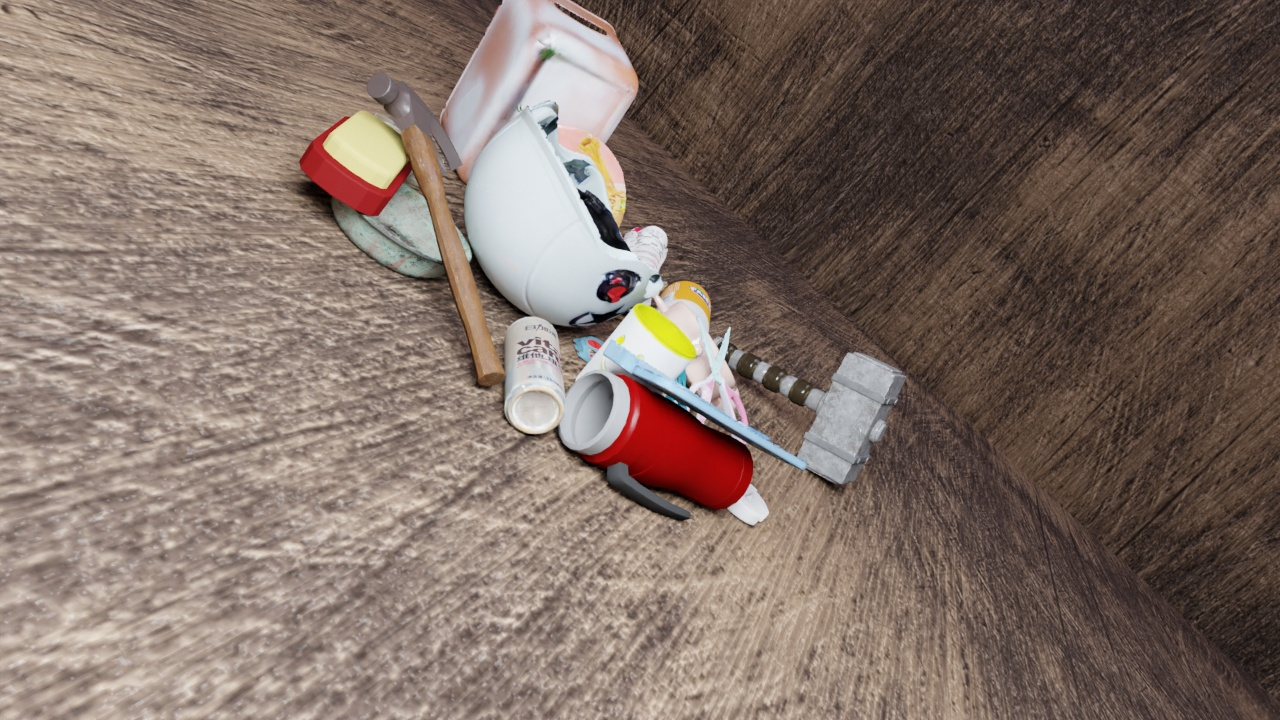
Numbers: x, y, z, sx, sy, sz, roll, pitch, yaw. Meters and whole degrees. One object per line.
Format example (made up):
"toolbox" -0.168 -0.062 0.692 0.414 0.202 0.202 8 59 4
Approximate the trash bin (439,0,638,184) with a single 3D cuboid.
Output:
"trash bin" -0.140 -0.352 1.265 0.181 0.260 0.157 18 34 -35

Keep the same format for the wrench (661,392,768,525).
"wrench" 0.063 0.086 1.065 0.066 0.018 0.273 21 25 -48

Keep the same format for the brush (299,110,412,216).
"brush" -0.263 -0.195 0.879 0.082 0.042 0.173 35 18 -18

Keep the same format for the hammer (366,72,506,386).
"hammer" -0.181 -0.123 0.853 0.322 0.033 0.115 69 11 22

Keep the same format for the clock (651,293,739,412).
"clock" 0.057 -0.002 1.167 0.160 0.086 0.131 48 6 -50

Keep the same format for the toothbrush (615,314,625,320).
"toothbrush" -0.043 -0.068 1.219 0.166 0.016 0.016 22 24 -46

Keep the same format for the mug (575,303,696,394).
"mug" -0.006 0.006 0.962 0.082 0.106 0.082 37 18 -14

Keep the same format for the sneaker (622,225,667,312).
"sneaker" -0.003 -0.141 1.310 0.090 0.104 0.236 29 18 -4

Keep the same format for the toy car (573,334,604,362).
"toy car" -0.027 -0.001 1.066 0.107 0.027 0.060 31 20 -30

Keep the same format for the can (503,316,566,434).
"can" -0.098 0.012 0.839 0.054 0.054 0.135 33 19 -23

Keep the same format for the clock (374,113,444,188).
"clock" -0.280 -0.234 1.057 0.093 0.055 0.140 34 11 -20

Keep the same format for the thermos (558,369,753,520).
"thermos" 0.018 0.090 0.867 0.198 0.084 0.107 29 53 -40

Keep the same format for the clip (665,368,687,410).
"clip" 0.025 0.064 1.005 0.027 0.104 0.120 23 31 -36

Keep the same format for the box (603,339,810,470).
"box" 0.063 0.048 0.883 0.209 0.021 0.125 31 2 -34

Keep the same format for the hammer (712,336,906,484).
"hammer" 0.204 0.032 1.336 0.326 0.177 0.079 28 11 26

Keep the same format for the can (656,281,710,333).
"can" 0.061 -0.066 1.325 0.079 0.079 0.142 39 17 -7

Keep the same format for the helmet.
"helmet" -0.101 -0.140 0.986 0.236 0.164 0.264 60 7 15

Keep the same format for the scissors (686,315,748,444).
"scissors" 0.084 0.033 1.065 0.172 0.014 0.170 -37 114 -52

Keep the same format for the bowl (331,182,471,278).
"bowl" -0.243 -0.132 0.908 0.157 0.039 0.157 37 18 -14

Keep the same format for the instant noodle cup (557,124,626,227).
"instant noodle cup" -0.114 -0.217 1.200 0.178 0.178 0.077 34 3 -21
